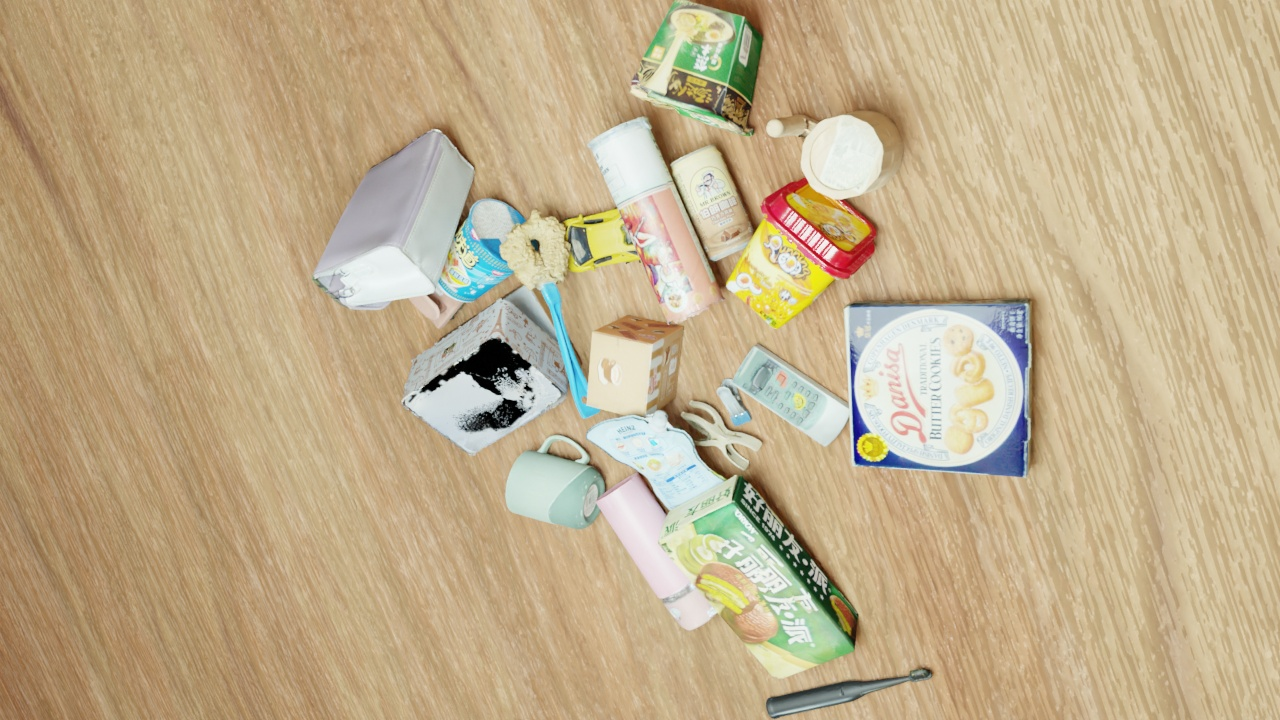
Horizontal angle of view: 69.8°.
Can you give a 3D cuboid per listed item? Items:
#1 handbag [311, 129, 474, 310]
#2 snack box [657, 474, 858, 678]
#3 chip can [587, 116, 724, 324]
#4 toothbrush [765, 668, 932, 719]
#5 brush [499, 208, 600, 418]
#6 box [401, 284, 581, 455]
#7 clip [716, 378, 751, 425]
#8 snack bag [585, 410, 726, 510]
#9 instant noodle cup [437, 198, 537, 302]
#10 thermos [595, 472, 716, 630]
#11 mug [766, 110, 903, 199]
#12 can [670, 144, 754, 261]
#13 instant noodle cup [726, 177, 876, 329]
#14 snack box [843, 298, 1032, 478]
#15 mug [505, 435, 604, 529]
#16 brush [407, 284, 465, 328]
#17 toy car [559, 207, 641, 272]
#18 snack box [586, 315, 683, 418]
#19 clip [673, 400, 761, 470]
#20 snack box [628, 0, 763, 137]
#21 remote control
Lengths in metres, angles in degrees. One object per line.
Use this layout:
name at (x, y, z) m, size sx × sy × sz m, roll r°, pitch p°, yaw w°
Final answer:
handbag at (-0.293, -0.164, 1.105) m, size 0.145 × 0.196 × 0.098 m, roll -9°, pitch 140°, yaw 26°
snack box at (0.138, 0.254, 1.065) m, size 0.115 × 0.063 × 0.240 m, roll -32°, pitch 104°, yaw 29°
chip can at (0.019, -0.149, 0.994) m, size 0.071 × 0.071 × 0.215 m, roll -21°, pitch 96°, yaw 28°
toothbrush at (0.248, 0.399, 1.106) m, size 0.213 × 0.026 × 0.027 m, roll -25°, pitch 131°, yaw 29°
brush at (-0.098, -0.053, 1.086) m, size 0.046 × 0.083 × 0.255 m, roll 3°, pitch 113°, yaw 61°
box at (-0.180, 0.001, 1.164) m, size 0.182 × 0.157 × 0.148 m, roll -31°, pitch 126°, yaw 25°
clip at (0.109, 0.049, 1.079) m, size 0.024 × 0.027 × 0.056 m, roll -21°, pitch 105°, yaw 31°
snack bag at (0.032, 0.125, 1.071) m, size 0.111 × 0.038 × 0.191 m, roll -12°, pitch 132°, yaw 39°
instant noodle cup at (-0.199, -0.129, 1.132) m, size 0.110 × 0.099 × 0.099 m, roll -35°, pitch 88°, yaw 37°
thermos at (0.029, 0.236, 1.135) m, size 0.198 × 0.067 × 0.087 m, roll 57°, pitch 143°, yaw 3°
mug at (0.193, -0.213, 0.913) m, size 0.125 × 0.103 × 0.084 m, roll 29°, pitch 115°, yaw 15°
can at (0.080, -0.171, 1.003) m, size 0.059 × 0.058 × 0.116 m, roll -22°, pitch 95°, yaw 28°
instant noodle cup at (0.162, -0.108, 0.960) m, size 0.116 × 0.115 × 0.124 m, roll 43°, pitch 129°, yaw 8°
snack box at (0.310, 0.027, 0.959) m, size 0.183 × 0.045 × 0.178 m, roll 0°, pitch 104°, yaw 24°
mug at (-0.103, 0.154, 1.177) m, size 0.106 × 0.082 × 0.111 m, roll 11°, pitch 77°, yaw 23°
brush at (-0.288, -0.114, 1.186) m, size 0.145 × 0.072 × 0.063 m, roll 49°, pitch 119°, yaw 7°
toy car at (-0.038, -0.142, 1.078) m, size 0.156 × 0.041 × 0.071 m, roll -7°, pitch 101°, yaw 28°
snack box at (-0.006, 0.006, 1.074) m, size 0.077 × 0.094 × 0.093 m, roll 14°, pitch 110°, yaw 22°
clip at (0.093, 0.081, 1.077) m, size 0.103 × 0.034 × 0.076 m, roll 25°, pitch 130°, yaw 16°
snack box at (0.068, -0.304, 0.948) m, size 0.117 × 0.118 × 0.106 m, roll 23°, pitch 103°, yaw 18°
remote control at (0.172, 0.040, 1.042) m, size 0.135 × 0.019 × 0.056 m, roll 35°, pitch 116°, yaw 12°
